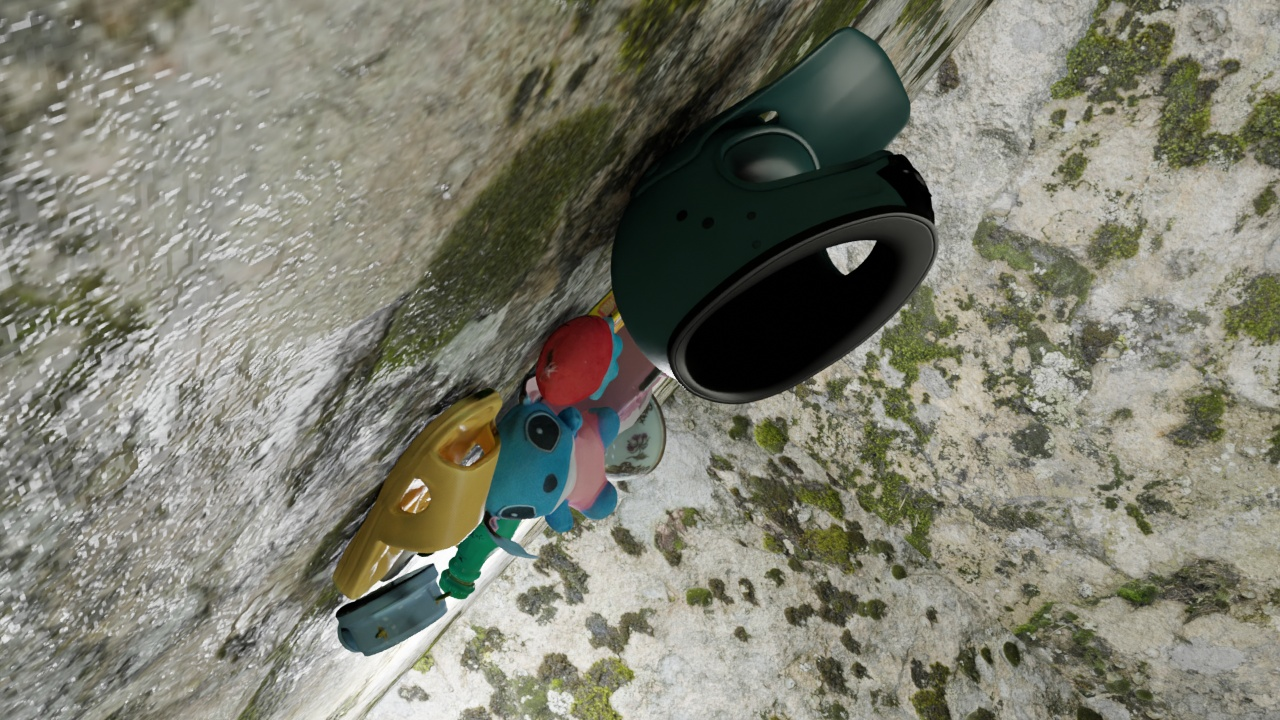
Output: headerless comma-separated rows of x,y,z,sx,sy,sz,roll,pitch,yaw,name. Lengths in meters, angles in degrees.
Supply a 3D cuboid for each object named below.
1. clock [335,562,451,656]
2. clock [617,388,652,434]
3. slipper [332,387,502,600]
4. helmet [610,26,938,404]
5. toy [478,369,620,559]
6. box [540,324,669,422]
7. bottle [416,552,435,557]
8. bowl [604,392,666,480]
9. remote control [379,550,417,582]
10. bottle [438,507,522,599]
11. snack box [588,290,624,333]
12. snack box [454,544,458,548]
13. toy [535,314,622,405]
-0.276,0.276,1.019,0.117,0.060,0.162,-26,178,-30,clock
-0.044,0.064,1.205,0.120,0.061,0.158,-27,-150,33,clock
-0.179,0.128,0.796,0.264,0.078,0.099,-51,176,27,slipper
0.098,-0.108,0.710,0.275,0.200,0.176,-37,135,24,helmet
-0.091,0.099,0.985,0.191,0.099,0.224,5,97,-53,toy
-0.007,0.006,1.123,0.233,0.106,0.115,-47,160,6,box
-0.240,0.208,1.107,0.033,0.033,0.123,-49,175,6,bottle
-0.053,0.105,1.320,0.093,0.160,0.160,-17,151,-49,bowl
-0.239,0.185,1.000,0.133,0.022,0.050,-49,175,3,remote control
-0.177,0.188,1.085,0.210,0.068,0.068,-61,172,14,bottle
-0.027,-0.054,0.992,0.152,0.025,0.075,-47,174,-20,snack box
-0.160,0.167,1.232,0.142,0.044,0.193,-53,172,35,snack box
-0.055,-0.002,0.894,0.092,0.062,0.132,-65,161,13,toy
